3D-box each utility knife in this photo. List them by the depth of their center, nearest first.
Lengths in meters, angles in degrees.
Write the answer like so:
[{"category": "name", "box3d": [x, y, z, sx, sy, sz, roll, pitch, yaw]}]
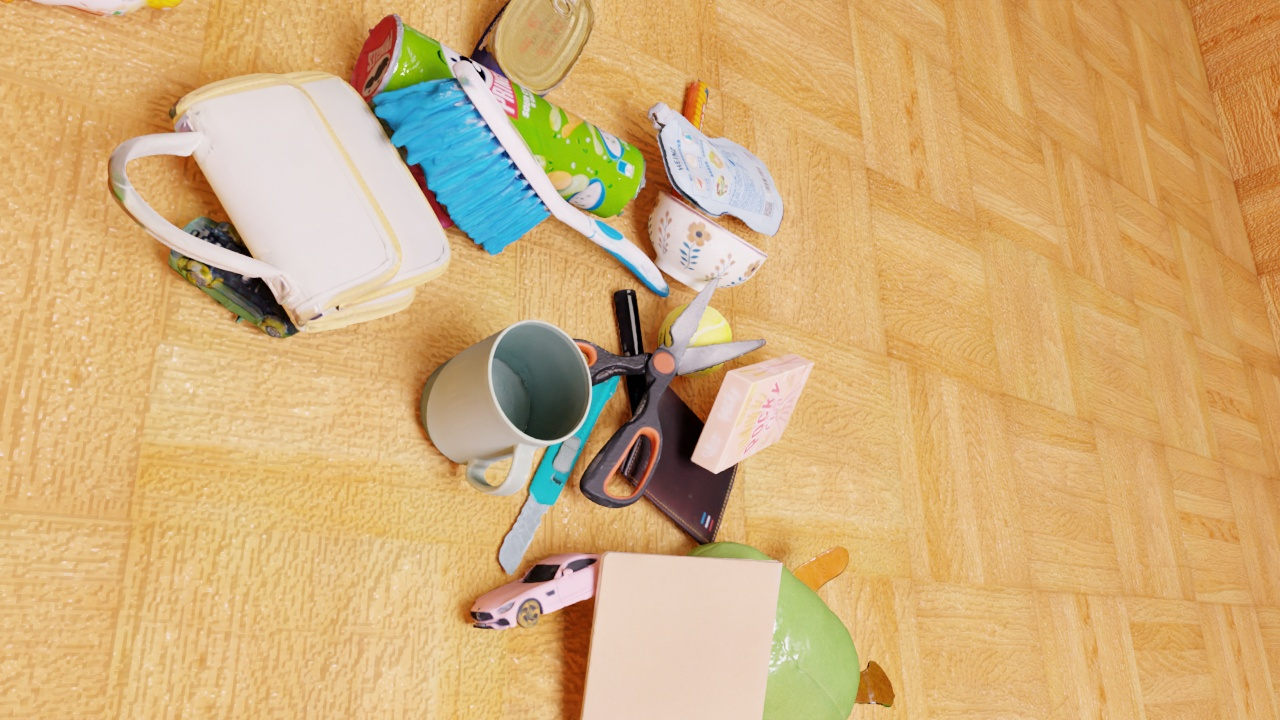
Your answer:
[{"category": "utility knife", "box3d": [-0.059, 0.074, 0.715, 0.029, 0.013, 0.208, 31, 55, -8]}]

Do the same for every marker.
[{"category": "marker", "box3d": [-0.003, 0.003, 0.785, 0.022, 0.020, 0.132, -4, 77, -22]}]

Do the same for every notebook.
[{"category": "notebook", "box3d": [0.027, 0.245, 0.665, 0.147, 0.008, 0.207, 8, 88, -23]}]

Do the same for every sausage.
[{"category": "sausage", "box3d": [0.050, -0.217, 0.909, 0.021, 0.022, 0.164, 27, 59, -32]}]

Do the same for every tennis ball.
[{"category": "tennis ball", "box3d": [0.048, -0.017, 0.807, 0.065, 0.066, 0.065, 15, 65, -37]}]

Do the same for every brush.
[{"category": "brush", "box3d": [-0.074, -0.112, 0.718, 0.060, 0.109, 0.314, 61, 4, 37]}]

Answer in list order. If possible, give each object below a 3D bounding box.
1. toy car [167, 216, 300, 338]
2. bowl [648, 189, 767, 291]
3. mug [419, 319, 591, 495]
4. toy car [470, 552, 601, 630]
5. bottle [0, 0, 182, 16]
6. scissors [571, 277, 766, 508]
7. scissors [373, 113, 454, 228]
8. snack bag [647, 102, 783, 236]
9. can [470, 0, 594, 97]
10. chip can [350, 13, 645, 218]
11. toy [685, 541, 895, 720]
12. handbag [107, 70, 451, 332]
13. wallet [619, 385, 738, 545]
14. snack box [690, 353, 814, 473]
[{"category": "toy car", "box3d": [-0.250, -0.049, 0.577, 0.091, 0.036, 0.043, 38, 52, -22]}, {"category": "bowl", "box3d": [0.052, -0.099, 0.828, 0.113, 0.113, 0.062, 23, 104, -34]}, {"category": "mug", "box3d": [-0.097, 0.040, 0.630, 0.082, 0.107, 0.111, 17, 64, -37]}, {"category": "toy car", "box3d": [-0.065, 0.161, 0.652, 0.122, 0.056, 0.037, -10, 86, -43]}, {"category": "bottle", "box3d": [-0.332, -0.240, 0.554, 0.108, 0.063, 0.063, -31, 96, -43]}, {"category": "scissors", "box3d": [0.002, 0.021, 0.736, 0.220, 0.022, 0.221, 6, 69, -17]}, {"category": "scissors", "box3d": [-0.178, -0.153, 0.693, 0.128, 0.017, 0.133, 32, 53, -27]}, {"category": "snack bag", "box3d": [0.073, -0.178, 0.871, 0.190, 0.039, 0.110, 4, 70, -55]}, {"category": "can", "box3d": [-0.092, -0.272, 0.785, 0.074, 0.049, 0.147, 39, 53, -25]}, {"category": "chip can", "box3d": [-0.103, -0.183, 0.720, 0.235, 0.072, 0.072, 19, 63, -39]}, {"category": "toy", "box3d": [0.109, 0.242, 0.753, 0.226, 0.090, 0.247, -45, 103, -26]}, {"category": "handbag", "box3d": [-0.220, -0.098, 0.565, 0.178, 0.063, 0.163, -28, 85, -52]}, {"category": "wallet", "box3d": [0.035, 0.088, 0.774, 0.122, 0.020, 0.096, 46, 49, -32]}, {"category": "snack box", "box3d": [0.100, 0.042, 0.795, 0.157, 0.026, 0.084, -13, 128, -61]}]
